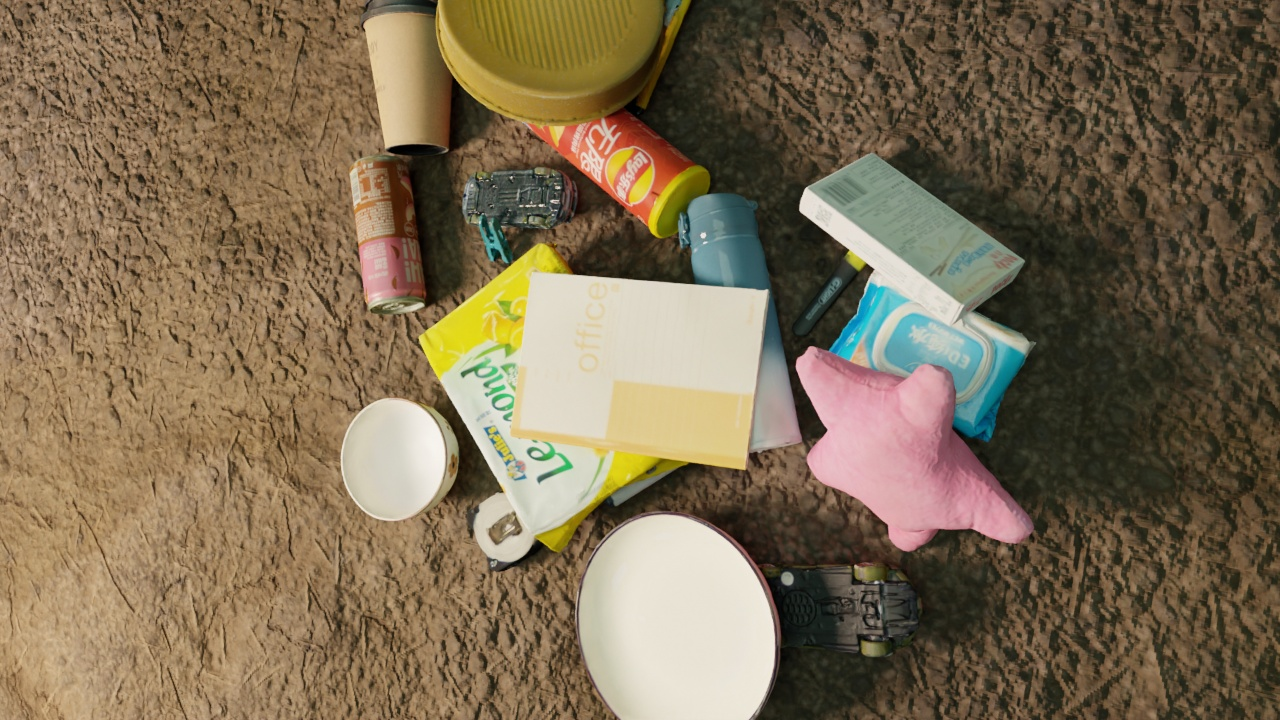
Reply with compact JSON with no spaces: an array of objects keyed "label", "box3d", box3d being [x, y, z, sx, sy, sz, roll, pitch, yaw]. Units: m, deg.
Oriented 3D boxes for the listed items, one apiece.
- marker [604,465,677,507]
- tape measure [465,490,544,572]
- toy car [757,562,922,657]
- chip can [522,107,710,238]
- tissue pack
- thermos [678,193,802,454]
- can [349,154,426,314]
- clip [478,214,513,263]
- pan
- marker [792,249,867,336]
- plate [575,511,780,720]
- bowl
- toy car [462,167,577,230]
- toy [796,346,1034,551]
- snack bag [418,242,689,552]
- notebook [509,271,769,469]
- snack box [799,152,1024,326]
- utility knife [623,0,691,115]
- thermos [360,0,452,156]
[{"label":"marker","box3d":[0.022,0.090,0.806,0.131,0.018,0.022,-32,55,13]},{"label":"tape measure","box3d":[-0.119,0.152,0.841,0.066,0.033,0.065,-35,77,13]},{"label":"toy car","box3d":[0.145,0.197,0.741,0.158,0.042,0.070,-5,84,29]},{"label":"chip can","box3d":[-0.038,-0.201,0.821,0.216,0.073,0.073,43,99,17]},{"label":"tissue pack","box3d":[0.226,-0.005,0.719,0.140,0.063,0.090,30,95,18]},{"label":"thermos","box3d":[0.082,-0.031,0.771,0.070,0.070,0.220,-13,81,17]},{"label":"can","box3d":[-0.246,-0.122,0.893,0.058,0.058,0.147,-12,82,17]},{"label":"clip","box3d":[-0.137,-0.114,0.861,0.046,0.057,0.014,12,52,19]},{"label":"pan","box3d":[-0.092,-0.366,0.827,0.197,0.078,0.357,-7,73,-10]},{"label":"marker","box3d":[0.169,-0.070,0.770,0.018,0.015,0.124,41,100,20]},{"label":"plate","box3d":[0.033,0.221,0.766,0.193,0.039,0.192,-2,86,33]},{"label":"bowl","box3d":[-0.216,0.093,0.863,0.114,0.062,0.113,-2,84,20]},{"label":"toy car","box3d":[-0.115,-0.151,0.864,0.121,0.036,0.054,5,88,29]},{"label":"toy","box3d":[0.183,0.067,0.695,0.179,0.074,0.194,-17,112,54]},{"label":"snack bag","box3d":[-0.078,0.026,0.818,0.158,0.068,0.246,-36,74,11]},{"label":"notebook","box3d":[-0.004,0.004,0.756,0.206,0.010,0.146,7,87,18]},{"label":"snack box","box3d":[0.209,-0.099,0.717,0.084,0.027,0.157,-31,61,-28]},{"label":"utility knife","box3d":[0.018,-0.301,0.832,0.033,0.015,0.173,25,100,11]},{"label":"thermos","box3d":[-0.220,-0.274,0.885,0.093,0.093,0.143,-1,92,19]}]
